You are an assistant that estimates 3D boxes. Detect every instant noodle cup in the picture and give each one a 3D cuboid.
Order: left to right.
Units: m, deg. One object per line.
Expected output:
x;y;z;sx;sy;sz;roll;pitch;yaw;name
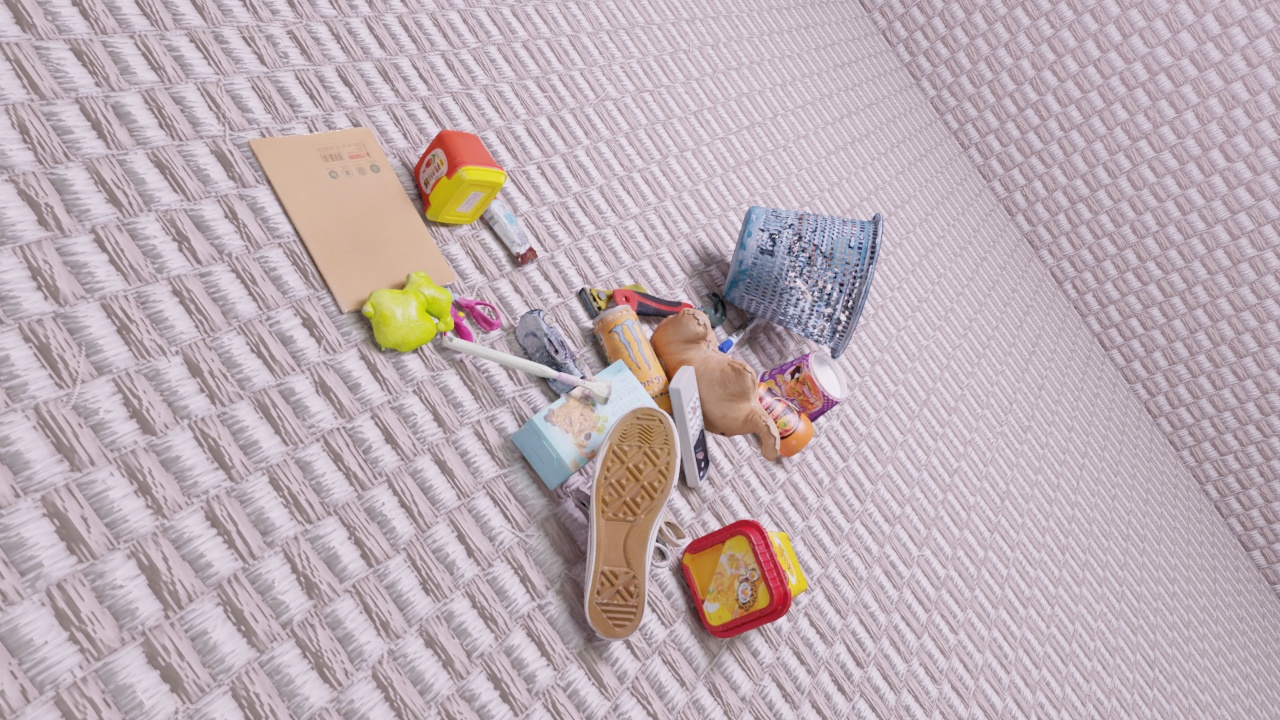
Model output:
0.128;0.250;1.067;0.123;0.116;0.116;11;54;-57;instant noodle cup
0.242;0.042;1.355;0.111;0.099;0.111;26;45;-31;instant noodle cup

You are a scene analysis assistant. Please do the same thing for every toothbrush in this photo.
-0.121;0.008;0.986;0.189;0.020;0.029;18;72;-10;toothbrush

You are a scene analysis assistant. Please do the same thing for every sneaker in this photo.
-0.016;0.168;0.961;0.118;0.088;0.240;10;80;-6;sneaker

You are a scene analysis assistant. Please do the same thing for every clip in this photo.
0.002;0.178;1.033;0.094;0.035;0.102;-25;91;-40;clip

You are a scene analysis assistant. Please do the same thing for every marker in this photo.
0.148;-0.040;1.382;0.017;0.017;0.145;53;36;-2;marker

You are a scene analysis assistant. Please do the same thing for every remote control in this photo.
0.063;0.083;1.126;0.058;0.021;0.150;-55;138;-55;remote control

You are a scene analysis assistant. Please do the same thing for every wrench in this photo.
0.048;-0.074;1.278;0.272;0.016;0.056;-1;69;-55;wrench

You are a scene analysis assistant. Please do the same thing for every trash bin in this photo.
0.234;-0.136;1.381;0.195;0.227;0.225;16;42;4;trash bin

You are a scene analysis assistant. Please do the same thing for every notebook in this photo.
-0.300;-0.154;0.970;0.147;0.008;0.207;-24;81;-47;notebook

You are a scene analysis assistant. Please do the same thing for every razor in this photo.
-0.027;-0.087;1.219;0.132;0.028;0.043;-16;71;-54;razor

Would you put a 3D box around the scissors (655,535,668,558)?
0.006;0.146;1.083;0.175;0.014;0.132;47;38;-10;scissors

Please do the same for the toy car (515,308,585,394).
-0.106;-0.010;1.051;0.105;0.049;0.031;55;35;2;toy car

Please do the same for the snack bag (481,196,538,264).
-0.164;-0.164;1.124;0.105;0.026;0.045;53;28;-4;snack bag

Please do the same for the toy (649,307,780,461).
0.097;0.038;1.164;0.082;0.144;0.226;-35;79;-26;toy

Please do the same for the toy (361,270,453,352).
-0.235;-0.048;0.941;0.096;0.031;0.100;39;53;-31;toy

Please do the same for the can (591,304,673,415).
-0.007;0.007;1.140;0.058;0.058;0.146;-10;70;-51;can

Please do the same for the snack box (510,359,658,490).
-0.059;0.068;1.026;0.074;0.052;0.174;52;42;3;snack box

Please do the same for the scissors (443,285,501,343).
-0.206;-0.073;1.016;0.107;0.017;0.135;-16;73;-44;scissors

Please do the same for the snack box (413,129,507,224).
-0.211;-0.213;1.060;0.081;0.091;0.080;-3;58;-49;snack box

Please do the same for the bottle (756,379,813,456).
0.177;0.068;1.299;0.149;0.067;0.066;45;37;-1;bottle
